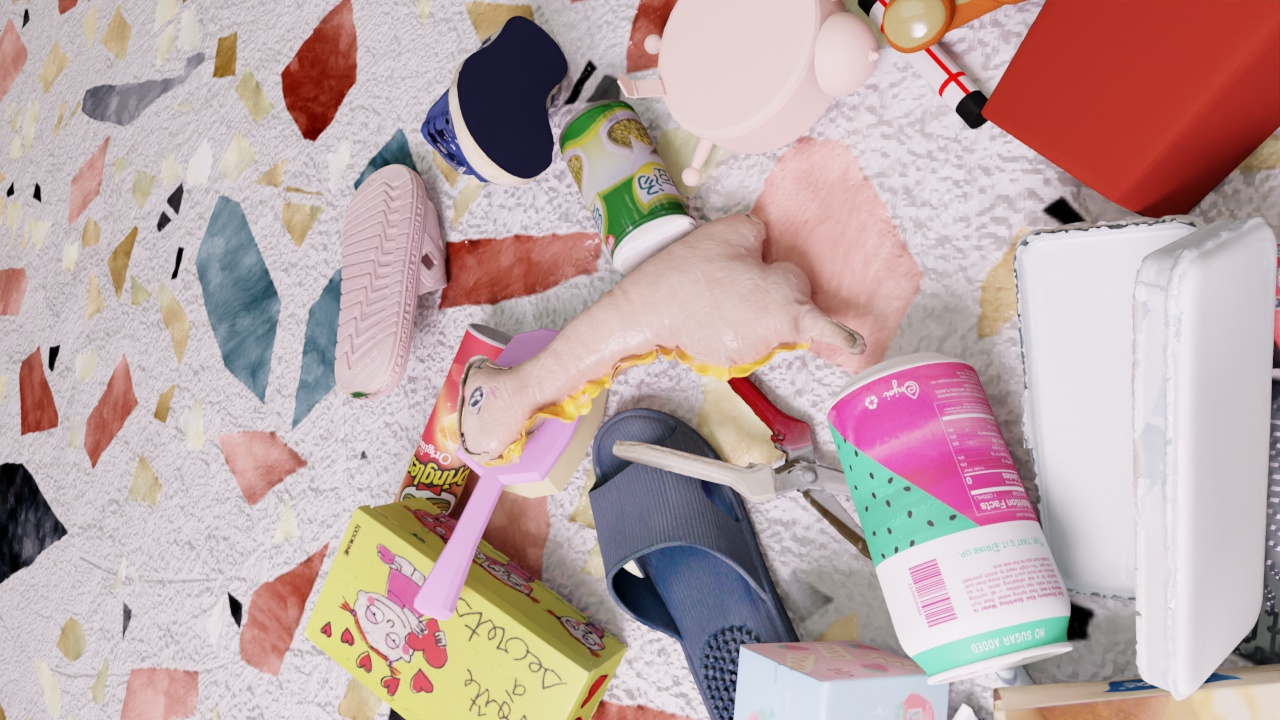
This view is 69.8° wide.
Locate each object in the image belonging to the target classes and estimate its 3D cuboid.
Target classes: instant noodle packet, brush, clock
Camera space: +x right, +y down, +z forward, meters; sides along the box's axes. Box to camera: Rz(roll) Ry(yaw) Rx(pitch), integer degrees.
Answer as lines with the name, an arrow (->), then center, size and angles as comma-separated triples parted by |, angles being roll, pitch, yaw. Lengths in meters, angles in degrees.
instant noodle packet -> 0.211, 0.265, 0.494 | 0.134, 0.026, 0.087 | 34, 104, 34
brush -> -0.097, 0.083, 0.675 | 0.089, 0.043, 0.228 | 12, 65, 25
clock -> 0.072, -0.215, 0.627 | 0.161, 0.086, 0.131 | -24, 70, 29

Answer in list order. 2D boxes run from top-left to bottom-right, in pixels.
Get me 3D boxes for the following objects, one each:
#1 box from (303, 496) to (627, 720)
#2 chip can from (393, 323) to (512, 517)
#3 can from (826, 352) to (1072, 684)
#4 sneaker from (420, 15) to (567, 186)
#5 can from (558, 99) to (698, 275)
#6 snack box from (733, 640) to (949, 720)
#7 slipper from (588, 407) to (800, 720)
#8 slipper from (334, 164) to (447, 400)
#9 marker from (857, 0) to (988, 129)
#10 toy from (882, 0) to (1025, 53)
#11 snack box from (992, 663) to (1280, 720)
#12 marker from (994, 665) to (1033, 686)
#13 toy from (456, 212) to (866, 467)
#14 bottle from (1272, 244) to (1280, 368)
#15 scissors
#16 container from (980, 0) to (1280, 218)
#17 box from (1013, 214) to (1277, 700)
box -> -0.133, 0.210, 0.689 | 0.221, 0.082, 0.124 | 32, 103, 22
chip can -> -0.163, 0.075, 0.776 | 0.052, 0.051, 0.215 | 32, 102, 35
can -> 0.166, 0.084, 0.503 | 0.088, 0.088, 0.165 | -29, 61, 29
sneaker -> -0.132, -0.177, 0.721 | 0.119, 0.091, 0.232 | -37, 30, 30
can -> -0.010, -0.128, 0.683 | 0.067, 0.067, 0.121 | -37, 64, 26
snack box -> 0.110, 0.214, 0.519 | 0.080, 0.094, 0.093 | -1, 83, 60
slipper -> 0.029, 0.142, 0.610 | 0.101, 0.082, 0.263 | -39, 63, 23
slipper -> -0.221, -0.071, 0.832 | 0.094, 0.064, 0.239 | -17, 60, 29
marker -> 0.175, -0.204, 0.589 | 0.019, 0.019, 0.145 | -43, 61, 24
toy -> 0.181, -0.274, 0.557 | 0.112, 0.096, 0.175 | -22, 60, 29
snack box -> 0.263, 0.253, 0.419 | 0.153, 0.055, 0.207 | -14, 75, 19
marker -> 0.197, 0.157, 0.525 | 0.017, 0.017, 0.146 | -42, 62, 24
toy -> -0.004, 0.004, 0.619 | 0.264, 0.065, 0.196 | -37, 49, -1
bottle -> 0.302, -0.026, 0.447 | 0.138, 0.062, 0.062 | 11, 90, 37
scissors -> 0.073, 0.059, 0.604 | 0.179, 0.015, 0.196 | -14, 53, 1
container -> 0.273, -0.176, 0.436 | 0.127, 0.147, 0.201 | 48, 120, 32
box -> 0.229, 0.044, 0.421 | 0.130, 0.105, 0.211 | -2, 105, 41
